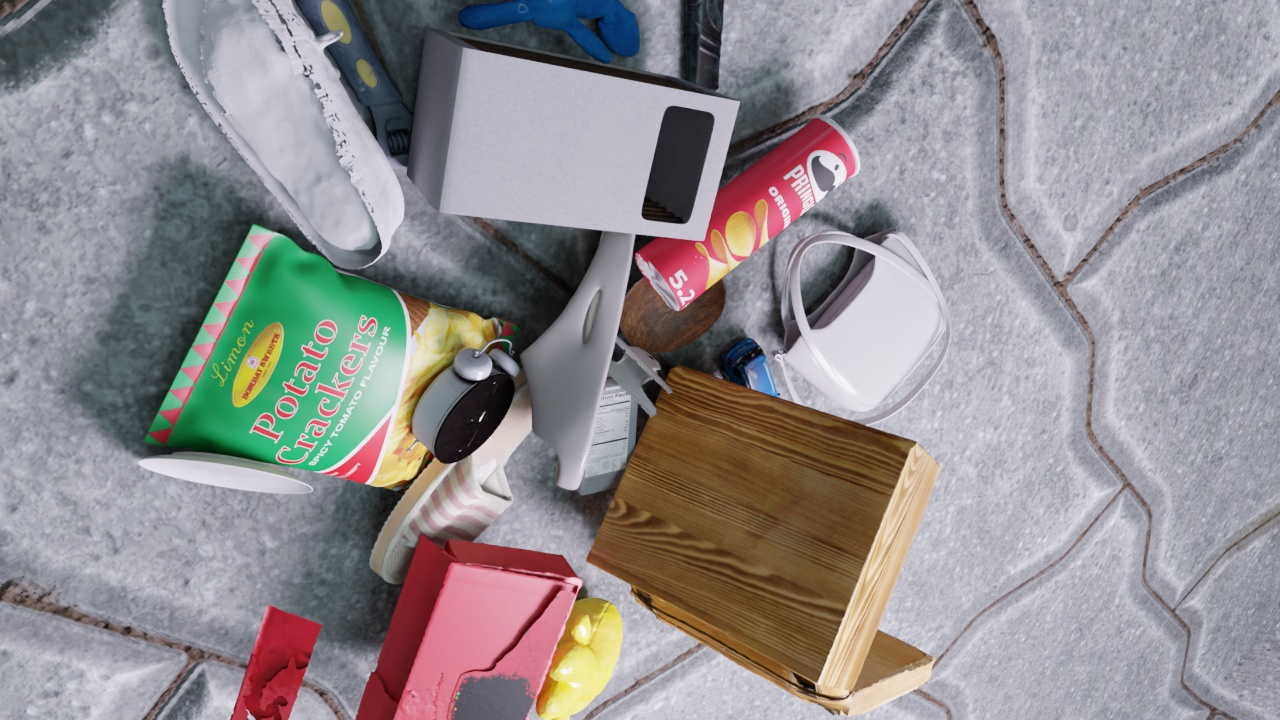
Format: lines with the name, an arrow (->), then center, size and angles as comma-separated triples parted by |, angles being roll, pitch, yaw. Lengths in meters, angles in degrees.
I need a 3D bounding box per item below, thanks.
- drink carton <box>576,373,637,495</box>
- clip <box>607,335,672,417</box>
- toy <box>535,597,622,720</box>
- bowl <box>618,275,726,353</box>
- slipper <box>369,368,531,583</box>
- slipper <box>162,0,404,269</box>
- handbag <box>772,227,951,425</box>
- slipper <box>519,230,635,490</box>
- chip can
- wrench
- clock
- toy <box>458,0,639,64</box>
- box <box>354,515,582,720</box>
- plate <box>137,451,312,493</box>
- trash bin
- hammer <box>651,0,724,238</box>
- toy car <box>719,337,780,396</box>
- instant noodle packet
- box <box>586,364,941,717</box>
drink carton -> -0.041, 0.070, 0.948 | 0.076, 0.048, 0.125 | -10, 120, -25
clip -> -0.005, 0.005, 0.906 | 0.052, 0.102, 0.058 | -41, 164, -13
toy -> -0.073, 0.327, 1.004 | 0.092, 0.207, 0.134 | 20, 91, 2
bowl -> 0.029, -0.060, 0.927 | 0.114, 0.026, 0.102 | -32, 129, 4
slipper -> -0.156, 0.115, 0.887 | 0.263, 0.052, 0.115 | -52, 157, 0
slipper -> -0.250, -0.187, 0.667 | 0.112, 0.074, 0.247 | -23, 116, 10
handbag -> 0.230, -0.047, 1.016 | 0.216, 0.095, 0.222 | -49, 123, -1
slipper -> -0.064, -0.020, 0.834 | 0.080, 0.113, 0.265 | 14, 84, -6
chip can -> 0.100, -0.138, 0.862 | 0.220, 0.069, 0.069 | -38, 128, -8
wrench -> -0.217, -0.232, 0.702 | 0.073, 0.022, 0.273 | -33, 128, -10
clock -> -0.149, 0.032, 0.797 | 0.123, 0.035, 0.094 | -59, 160, 13
toy -> -0.059, -0.295, 0.727 | 0.176, 0.071, 0.113 | -15, 116, -35
box -> -0.180, 0.267, 0.914 | 0.164, 0.153, 0.214 | 16, 101, -27
plate -> -0.339, 0.091, 0.757 | 0.134, 0.135, 0.011 | 20, 68, -36
trash bin -> -0.055, -0.178, 0.733 | 0.228, 0.114, 0.115 | 2, 114, -28
hammer -> 0.056, -0.247, 0.844 | 0.130, 0.032, 0.319 | -12, 120, -23
toy car -> 0.125, 0.032, 1.026 | 0.056, 0.043, 0.120 | -32, 129, -14
instant noodle packet -> -0.247, 0.016, 0.774 | 0.252, 0.090, 0.196 | 21, 106, -43
box -> 0.159, 0.221, 0.982 | 0.334, 0.279, 0.286 | 38, 75, -53
